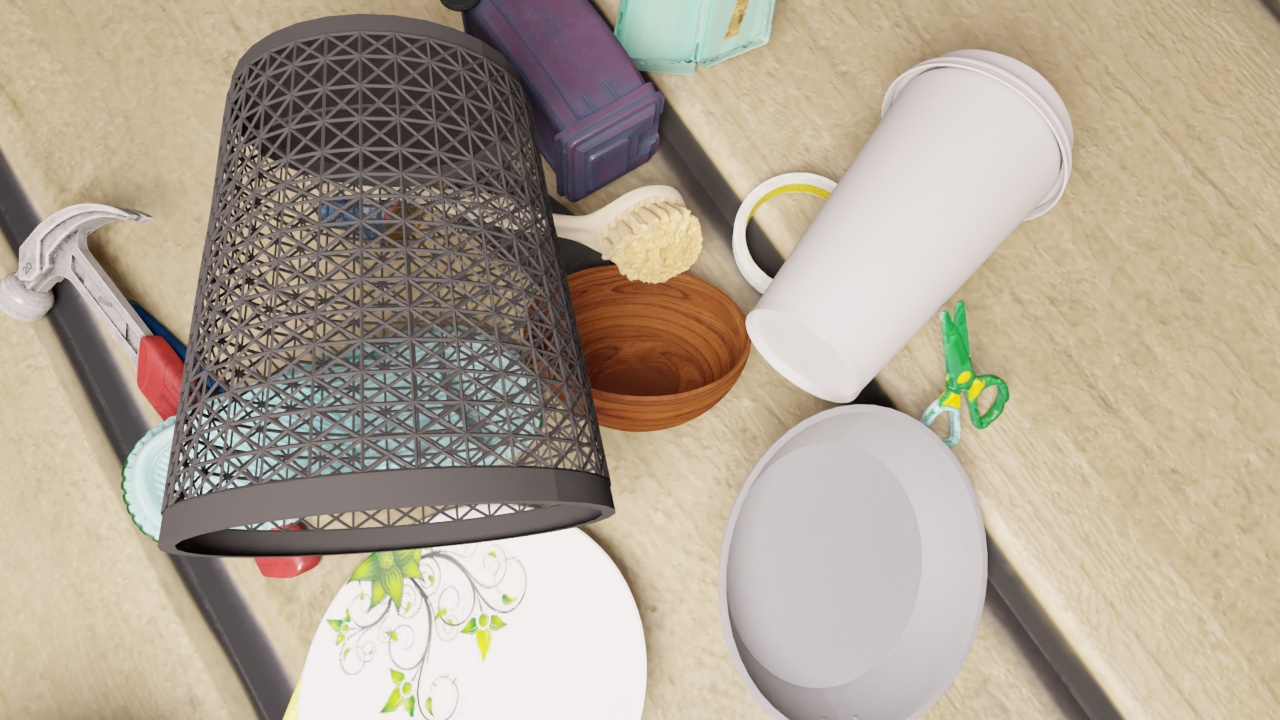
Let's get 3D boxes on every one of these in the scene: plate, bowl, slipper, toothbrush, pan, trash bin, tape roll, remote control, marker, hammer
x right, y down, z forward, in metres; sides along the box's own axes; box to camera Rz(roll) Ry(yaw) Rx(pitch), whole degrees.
[{"bbox_3d":[-0.106,0.205,0.591,0.229,0.030,0.229,-6,60,10],"label":"plate"},{"bbox_3d":[-0.004,0.004,0.612,0.147,0.069,0.147,2,38,-2],"label":"bowl"},{"bbox_3d":[-0.199,0.047,0.602,0.276,0.070,0.116,-18,80,-13],"label":"slipper"},{"bbox_3d":[-0.314,0.019,0.666,0.190,0.016,0.017,40,96,11],"label":"toothbrush"},{"bbox_3d":[0.123,0.205,0.551,0.200,0.051,0.356,7,84,-25],"label":"pan"},{"bbox_3d":[-0.063,-0.201,0.658,0.092,0.094,0.161,-32,76,-13],"label":"trash bin"},{"bbox_3d":[-0.133,-0.030,0.492,0.217,0.217,0.243,-7,75,2],"label":"trash bin"},{"bbox_3d":[0.114,-0.088,0.659,0.094,0.019,0.094,-1,78,3],"label":"tape roll"},{"bbox_3d":[-0.082,-0.098,0.677,0.133,0.013,0.058,40,83,11],"label":"remote control"},{"bbox_3d":[-0.232,0.239,0.614,0.014,0.014,0.132,18,80,7],"label":"marker"},{"bbox_3d":[-0.327,0.023,0.646,0.126,0.036,0.315,-42,82,13],"label":"hammer"}]

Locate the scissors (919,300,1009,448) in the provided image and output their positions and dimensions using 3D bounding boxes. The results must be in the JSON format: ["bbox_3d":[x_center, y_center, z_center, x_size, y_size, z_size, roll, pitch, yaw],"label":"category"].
[{"bbox_3d":[0.198,0.012,0.588,0.071,0.131,0.014,-33,42,1],"label":"scissors"}]

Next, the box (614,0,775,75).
[{"bbox_3d":[0.051,-0.310,0.694,0.138,0.057,0.187,6,79,23],"label":"box"}]

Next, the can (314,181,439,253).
[{"bbox_3d":[-0.185,-0.134,0.671,0.059,0.054,0.099,23,81,7],"label":"can"}]

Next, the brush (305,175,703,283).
[{"bbox_3d":[-0.091,-0.102,0.621,0.272,0.077,0.062,9,117,-1],"label":"brush"}]

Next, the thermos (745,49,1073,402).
[{"bbox_3d":[0.166,-0.082,0.583,0.131,0.132,0.221,38,73,10],"label":"thermos"}]
